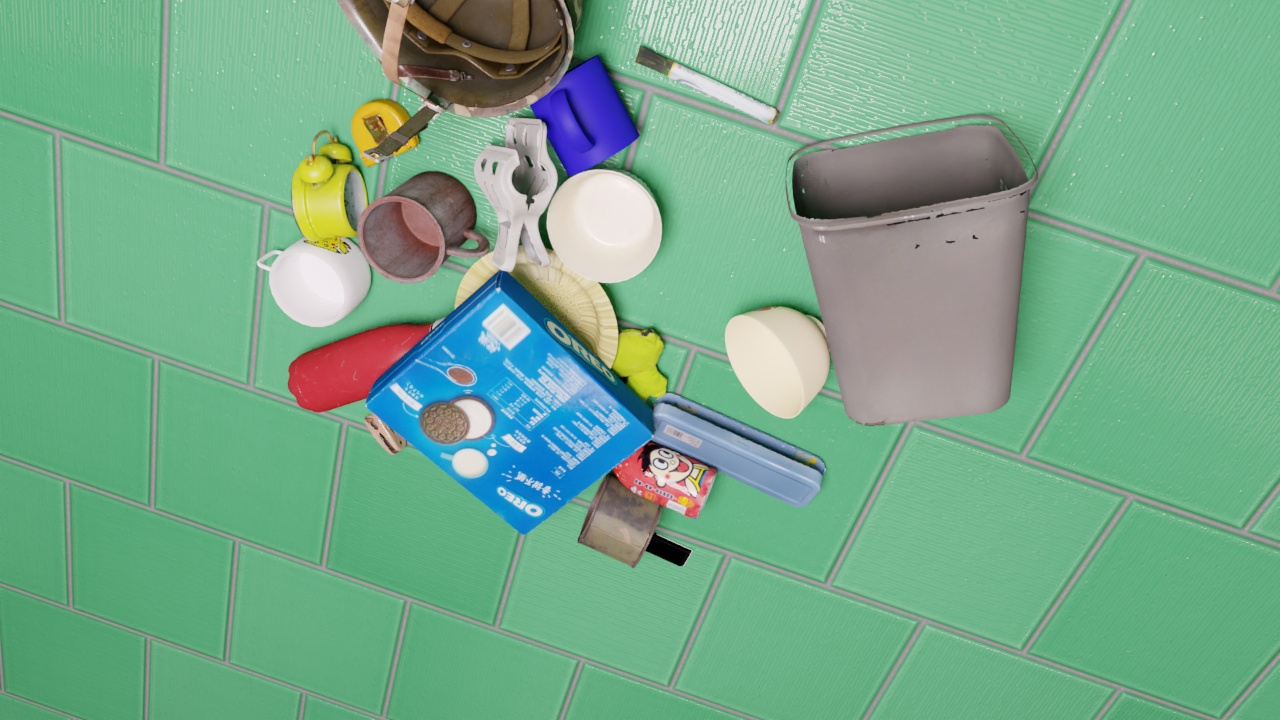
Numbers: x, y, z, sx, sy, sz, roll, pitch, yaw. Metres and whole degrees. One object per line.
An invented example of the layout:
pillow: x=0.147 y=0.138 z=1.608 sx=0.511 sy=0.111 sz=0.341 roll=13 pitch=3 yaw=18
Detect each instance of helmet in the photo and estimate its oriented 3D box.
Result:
helmet: x=-0.162 y=-0.302 z=0.771 sx=0.224 sy=0.235 sz=0.193 roll=13 pitch=142 yaw=-7

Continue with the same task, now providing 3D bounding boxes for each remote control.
remote control: x=0.002 y=0.220 z=1.127 sx=0.124 sy=0.011 sz=0.028 roll=25 pitch=118 yaw=-2

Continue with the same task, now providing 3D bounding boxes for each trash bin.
trash bin: x=0.247 y=-0.077 z=0.838 sx=0.198 sy=0.196 sz=0.220 roll=-8 pitch=121 yaw=13

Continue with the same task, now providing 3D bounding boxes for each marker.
marker: x=0.063 y=-0.261 z=0.871 sx=0.146 sy=0.017 sz=0.017 roll=24 pitch=118 yaw=-1

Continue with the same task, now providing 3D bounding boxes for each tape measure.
tape measure: x=-0.264 y=-0.237 z=0.940 sx=0.068 sy=0.030 sz=0.059 roll=-17 pitch=114 yaw=18

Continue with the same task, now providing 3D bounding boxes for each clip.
clip: x=-0.128 y=-0.159 z=0.888 sx=0.089 sy=0.125 sz=0.151 roll=2 pitch=105 yaw=-21
clip: x=-0.308 y=0.085 z=1.116 sx=0.061 sy=0.025 sz=0.049 roll=25 pitch=114 yaw=6

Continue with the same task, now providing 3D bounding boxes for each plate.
plate: x=-0.109 y=-0.043 z=1.001 sx=0.184 sy=0.036 sz=0.185 roll=6 pitch=117 yaw=13

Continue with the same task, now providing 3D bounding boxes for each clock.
clock: x=-0.325 y=-0.178 z=0.952 sx=0.057 sy=0.083 sz=0.119 roll=0 pitch=119 yaw=5

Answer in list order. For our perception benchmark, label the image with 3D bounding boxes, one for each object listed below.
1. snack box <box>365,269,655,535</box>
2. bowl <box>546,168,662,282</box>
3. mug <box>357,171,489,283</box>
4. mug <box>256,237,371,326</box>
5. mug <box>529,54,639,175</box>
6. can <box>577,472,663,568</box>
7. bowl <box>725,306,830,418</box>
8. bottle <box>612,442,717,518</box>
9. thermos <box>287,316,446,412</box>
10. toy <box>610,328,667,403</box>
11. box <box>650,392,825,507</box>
snack box: x=-0.133 y=0.052 z=0.969 sx=0.196 sy=0.056 sz=0.239 roll=-38 pitch=114 yaw=16
bowl: x=-0.031 y=-0.143 z=0.923 sx=0.115 sy=0.062 sz=0.115 roll=5 pitch=117 yaw=9
mug: x=-0.210 y=-0.134 z=0.939 sx=0.123 sy=0.110 sz=0.096 roll=19 pitch=123 yaw=0
mug: x=-0.360 y=-0.094 z=1.009 sx=0.115 sy=0.068 sz=0.094 roll=21 pitch=118 yaw=0
mug: x=-0.057 y=-0.226 z=0.858 sx=0.079 sy=0.111 sz=0.083 roll=-24 pitch=110 yaw=16
can: x=-0.024 y=0.186 z=1.071 sx=0.074 sy=0.089 sz=0.090 roll=24 pitch=118 yaw=-1
bowl: x=0.153 y=-0.010 z=0.942 sx=0.074 sy=0.118 sz=0.118 roll=-30 pitch=114 yaw=-22
bottle: x=0.013 y=0.125 z=1.039 sx=0.137 sy=0.061 sz=0.062 roll=23 pitch=119 yaw=8
thermos: x=-0.286 y=-0.002 z=1.025 sx=0.240 sy=0.073 sz=0.073 roll=-16 pitch=112 yaw=25
toy: x=-0.006 y=0.006 z=1.009 sx=0.094 sy=0.036 sz=0.093 roll=-30 pitch=112 yaw=30
box: x=0.108 y=0.098 z=1.044 sx=0.210 sy=0.052 sz=0.067 roll=25 pitch=140 yaw=0
